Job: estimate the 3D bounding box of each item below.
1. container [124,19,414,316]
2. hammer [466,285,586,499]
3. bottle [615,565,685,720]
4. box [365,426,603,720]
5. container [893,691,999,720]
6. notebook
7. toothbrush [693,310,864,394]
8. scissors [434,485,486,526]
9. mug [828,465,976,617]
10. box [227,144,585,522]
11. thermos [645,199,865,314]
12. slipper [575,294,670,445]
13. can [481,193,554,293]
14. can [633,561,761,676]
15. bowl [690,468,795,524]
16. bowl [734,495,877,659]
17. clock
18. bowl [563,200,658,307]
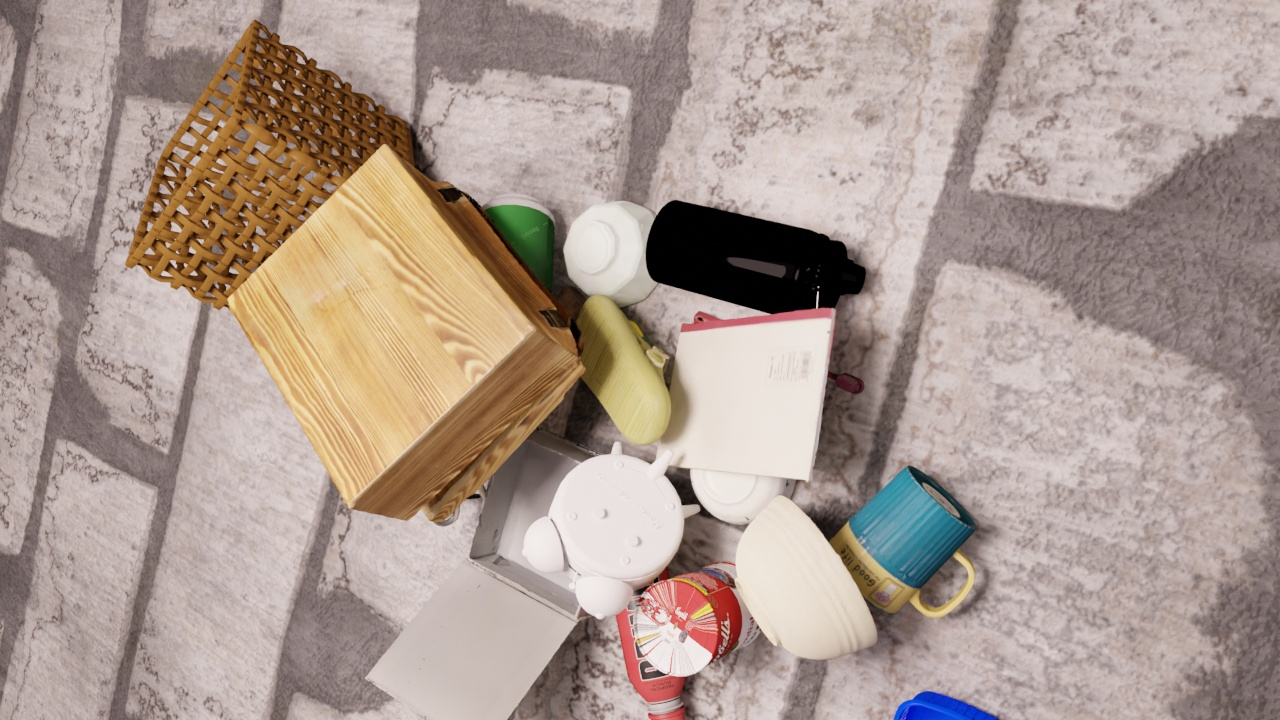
[{"bbox_3d":[-0.411,-0.198,1.057,0.220,0.214,0.251,-43,39,20],"label":"container"},{"bbox_3d":[-0.163,0.039,1.061,0.306,0.040,0.132,-48,63,18],"label":"hammer"},{"bbox_3d":[0.011,0.282,0.932,0.062,0.062,0.176,-17,79,28],"label":"bottle"},{"bbox_3d":[-0.164,0.304,0.967,0.166,0.119,0.477,19,75,29],"label":"box"},{"bbox_3d":[0.271,0.343,0.783,0.114,0.058,0.096,21,97,29],"label":"container"},{"bbox_3d":[0.093,0.031,0.860,0.209,0.012,0.153,-2,74,54],"label":"notebook"},{"bbox_3d":[0.132,-0.009,0.905,0.190,0.016,0.016,26,100,28],"label":"toothbrush"},{"bbox_3d":[-0.190,0.115,1.017,0.012,0.154,0.163,36,103,44],"label":"scissors"},{"bbox_3d":[0.239,0.166,0.803,0.113,0.083,0.107,43,104,12],"label":"mug"},{"bbox_3d":[-0.217,-0.028,0.893,0.245,0.168,0.279,-44,62,8],"label":"box"},{"bbox_3d":[0.111,-0.093,0.881,0.199,0.086,0.086,18,96,29],"label":"thermos"},{"bbox_3d":[-0.006,0.006,0.940,0.190,0.081,0.092,58,139,40],"label":"slipper"},{"bbox_3d":[-0.140,-0.105,1.007,0.088,0.087,0.139,-12,66,29],"label":"can"},{"bbox_3d":[0.059,0.243,0.876,0.087,0.116,0.086,-2,86,29],"label":"can"},{"bbox_3d":[0.096,0.109,0.899,0.105,0.054,0.105,-1,88,28],"label":"bowl"},{"bbox_3d":[0.132,0.202,0.808,0.075,0.151,0.150,-30,70,-9],"label":"bowl"},{"bbox_3d":[-0.024,0.152,0.865,0.125,0.160,0.073,38,146,10],"label":"clock"},{"bbox_3d":[-0.035,-0.117,0.981,0.118,0.061,0.117,-1,87,30],"label":"bowl"}]
